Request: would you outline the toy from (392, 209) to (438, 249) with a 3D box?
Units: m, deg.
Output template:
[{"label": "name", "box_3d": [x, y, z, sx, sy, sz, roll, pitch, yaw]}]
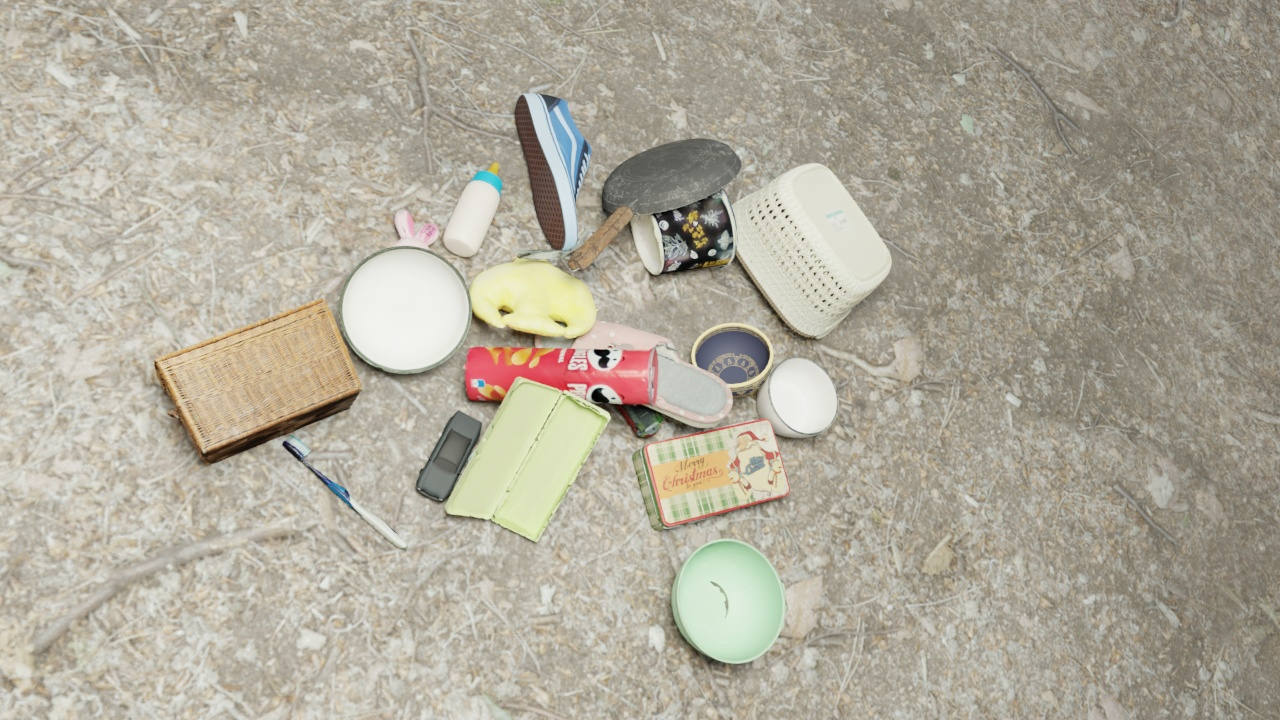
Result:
[{"label": "toy", "box_3d": [-0.291, -0.138, 1.173, 0.063, 0.047, 0.109, 14, 63, -28]}]

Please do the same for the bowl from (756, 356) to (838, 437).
[{"label": "bowl", "box_3d": [0.217, 0.059, 1.309, 0.116, 0.066, 0.116, 8, 69, -21]}]

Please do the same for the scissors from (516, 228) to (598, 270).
[{"label": "scissors", "box_3d": [-0.106, -0.133, 1.221, 0.014, 0.095, 0.170, 35, 47, 28]}]

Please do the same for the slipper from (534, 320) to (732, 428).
[{"label": "slipper", "box_3d": [-0.007, 0.007, 1.201, 0.274, 0.055, 0.113, 21, 53, 3]}]

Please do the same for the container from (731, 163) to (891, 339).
[{"label": "container", "box_3d": [0.251, -0.169, 1.362, 0.184, 0.143, 0.246, -34, 87, -43]}]

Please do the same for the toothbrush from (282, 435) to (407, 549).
[{"label": "toothbrush", "box_3d": [-0.340, 0.154, 1.064, 0.189, 0.016, 0.017, 43, 51, -4]}]

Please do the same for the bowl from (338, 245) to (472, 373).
[{"label": "bowl", "box_3d": [-0.285, -0.065, 1.116, 0.153, 0.073, 0.153, -3, 102, -15]}]

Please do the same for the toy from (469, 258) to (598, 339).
[{"label": "toy", "box_3d": [-0.137, -0.083, 1.194, 0.170, 0.065, 0.154, 7, 40, -15]}]

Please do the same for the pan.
[{"label": "pan", "box_3d": [0.001, -0.219, 1.230, 0.355, 0.208, 0.040, -48, 131, -42]}]

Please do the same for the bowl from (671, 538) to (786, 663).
[{"label": "bowl", "box_3d": [0.100, 0.306, 1.163, 0.150, 0.077, 0.150, 8, 69, -21]}]

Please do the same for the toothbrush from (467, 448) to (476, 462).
[{"label": "toothbrush", "box_3d": [-0.163, 0.063, 1.173, 0.016, 0.017, 0.180, 39, 60, -6]}]

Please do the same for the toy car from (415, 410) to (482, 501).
[{"label": "toy car", "box_3d": [-0.231, 0.115, 1.113, 0.046, 0.034, 0.111, 29, 63, -11]}]

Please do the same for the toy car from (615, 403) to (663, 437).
[{"label": "toy car", "box_3d": [-0.008, 0.062, 1.226, 0.042, 0.036, 0.091, -33, 80, -30]}]

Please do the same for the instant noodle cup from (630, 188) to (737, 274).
[{"label": "instant noodle cup", "box_3d": [0.056, -0.184, 1.298, 0.112, 0.137, 0.137, -18, 79, -17]}]

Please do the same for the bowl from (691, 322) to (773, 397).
[{"label": "bowl", "box_3d": [0.129, 0.009, 1.285, 0.112, 0.061, 0.112, -4, 52, 5]}]

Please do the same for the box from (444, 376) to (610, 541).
[{"label": "box", "box_3d": [-0.135, 0.117, 1.092, 0.141, 0.044, 0.188, 22, 103, -31]}]

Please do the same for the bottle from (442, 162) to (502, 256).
[{"label": "bottle", "box_3d": [-0.217, -0.208, 1.227, 0.051, 0.051, 0.146, 25, 64, -14]}]

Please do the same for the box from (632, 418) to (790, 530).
[{"label": "box", "box_3d": [0.098, 0.152, 1.235, 0.205, 0.050, 0.117, -8, 74, -25]}]

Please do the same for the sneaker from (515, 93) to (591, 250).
[{"label": "sneaker", "box_3d": [-0.100, -0.267, 1.283, 0.098, 0.084, 0.241, -6, 72, -28]}]

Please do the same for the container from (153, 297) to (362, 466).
[{"label": "container", "box_3d": [-0.420, 0.025, 1.020, 0.198, 0.114, 0.112, -24, 87, -27]}]

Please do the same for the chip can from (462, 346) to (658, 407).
[{"label": "chip can", "box_3d": [-0.097, 0.018, 1.130, 0.233, 0.073, 0.073, 1, 68, 8]}]
